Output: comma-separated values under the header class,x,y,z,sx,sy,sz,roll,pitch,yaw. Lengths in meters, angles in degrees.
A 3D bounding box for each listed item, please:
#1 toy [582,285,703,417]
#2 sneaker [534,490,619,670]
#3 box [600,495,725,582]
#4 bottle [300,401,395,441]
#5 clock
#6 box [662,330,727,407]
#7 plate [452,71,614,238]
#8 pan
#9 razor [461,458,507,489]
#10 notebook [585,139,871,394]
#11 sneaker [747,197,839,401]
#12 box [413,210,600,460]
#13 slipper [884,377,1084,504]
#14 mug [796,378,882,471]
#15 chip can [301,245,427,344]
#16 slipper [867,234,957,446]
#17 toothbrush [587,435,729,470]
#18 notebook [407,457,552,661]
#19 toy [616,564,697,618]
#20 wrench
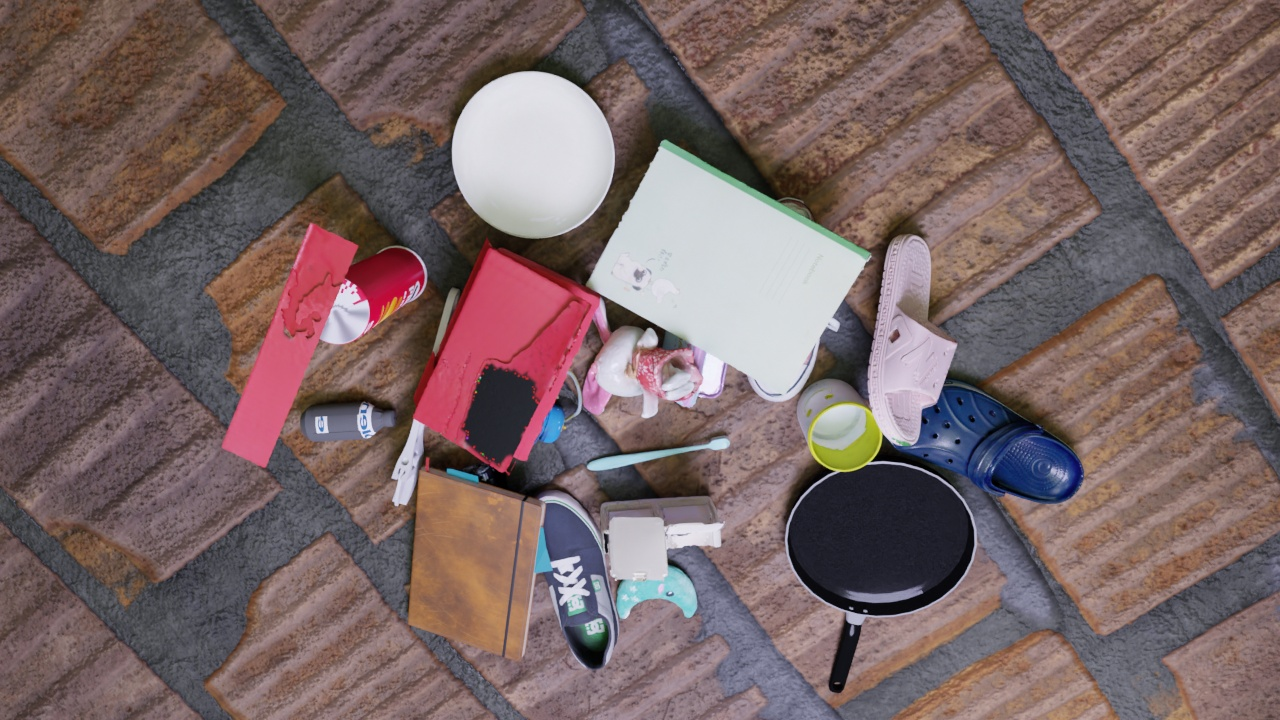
class,x,y,z,sx,sy,sz,roll,pitch,yaw
toy,-0.006,0.006,1.041,0.084,0.194,0.159,-12,114,-37
sneaker,-0.082,0.278,1.150,0.084,0.079,0.235,-16,103,6
box,0.026,0.191,1.065,0.143,0.191,0.069,-4,104,-5
bottle,-0.356,0.074,1.121,0.112,0.047,0.047,-3,105,2
clock,-0.151,0.053,1.103,0.161,0.060,0.117,-7,103,2
box,0.069,-0.058,1.066,0.077,0.096,0.214,18,106,25
plate,-0.120,-0.231,1.038,0.182,0.034,0.182,0,105,2
pan,0.283,0.275,1.154,0.225,0.034,0.357,10,115,4
razor,-0.211,0.190,1.150,0.067,0.053,0.152,29,111,6
notebook,0.092,-0.098,0.993,0.252,0.010,0.182,29,105,0
sneaker,0.167,-0.062,1.047,0.118,0.087,0.241,1,105,1
box,-0.174,-0.042,1.127,0.153,0.325,0.214,21,102,-21
slipper,0.416,0.101,1.083,0.252,0.095,0.105,21,107,-7
mug,0.230,0.073,1.072,0.082,0.106,0.082,0,105,1
chip can,-0.291,-0.075,0.989,0.069,0.220,0.069,0,105,1
slipper,0.307,-0.025,1.019,0.094,0.065,0.239,12,80,-44
toothbrush,0.021,0.116,1.137,0.181,0.016,0.016,-11,106,6
notebook,-0.198,0.249,1.132,0.178,0.014,0.250,15,113,11
toy,0.022,0.298,1.178,0.105,0.033,0.085,2,116,0
wrench,-0.256,0.044,1.106,0.018,0.086,0.273,16,94,-3
